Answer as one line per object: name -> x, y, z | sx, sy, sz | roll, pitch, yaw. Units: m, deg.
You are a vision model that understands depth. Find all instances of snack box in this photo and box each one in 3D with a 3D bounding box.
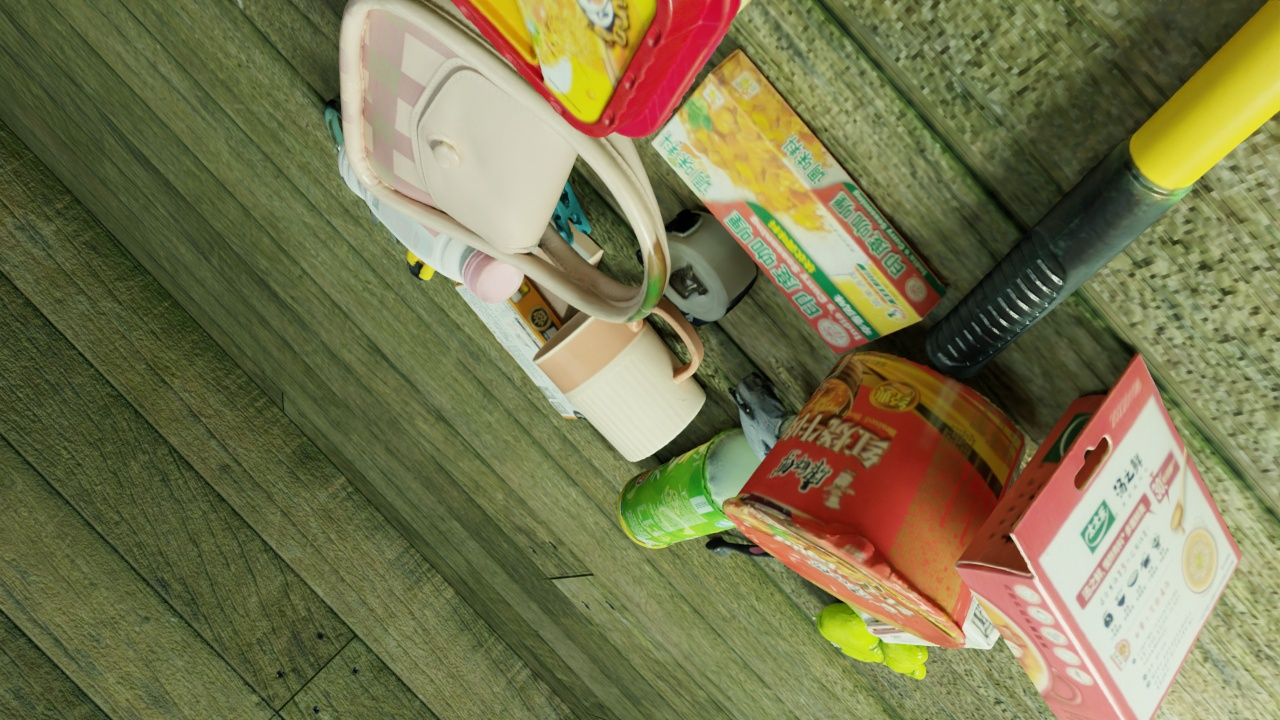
snack box -> 0.078, -0.076, 0.468 | 0.156, 0.027, 0.077 | 48, 157, -5
snack box -> -0.084, -0.014, 0.752 | 0.154, 0.026, 0.075 | 53, 154, -19
snack box -> 0.203, 0.081, 0.410 | 0.127, 0.113, 0.044 | 54, 156, -17
snack box -> -0.082, -0.071, 0.725 | 0.084, 0.026, 0.158 | 42, 156, 5

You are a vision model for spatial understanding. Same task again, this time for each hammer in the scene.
hammer -> 0.179, -0.067, 0.317 | 0.129, 0.032, 0.301 | 42, 155, 10

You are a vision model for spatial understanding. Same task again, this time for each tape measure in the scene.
tape measure -> 0.036, -0.057, 0.556 | 0.066, 0.033, 0.066 | 47, 156, -8

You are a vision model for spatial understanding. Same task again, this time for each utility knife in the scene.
utility knife -> -0.170, -0.119, 0.778 | 0.033, 0.015, 0.217 | 50, 147, 0

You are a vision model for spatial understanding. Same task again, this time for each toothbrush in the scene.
toothbrush -> 0.110, 0.170, 0.812 | 0.018, 0.014, 0.190 | 42, 157, -16

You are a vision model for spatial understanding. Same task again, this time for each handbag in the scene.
handbag -> -0.071, -0.117, 0.556 | 0.234, 0.093, 0.194 | 43, 153, 2

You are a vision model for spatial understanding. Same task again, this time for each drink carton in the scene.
drink carton -> 0.195, 0.168, 0.637 | 0.053, 0.045, 0.123 | 46, 156, -3

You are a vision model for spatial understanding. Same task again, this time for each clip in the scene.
clip -> -0.053, -0.107, 0.635 | 0.014, 0.047, 0.057 | 18, 142, 47

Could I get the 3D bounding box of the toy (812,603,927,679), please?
toy -> 0.189, 0.228, 0.756 | 0.100, 0.031, 0.097 | 24, 148, 30

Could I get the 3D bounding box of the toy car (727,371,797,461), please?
toy car -> 0.098, 0.061, 0.614 | 0.120, 0.037, 0.054 | 55, -177, -27

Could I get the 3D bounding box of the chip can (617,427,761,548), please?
chip can -> 0.046, 0.108, 0.746 | 0.072, 0.072, 0.222 | 46, 156, -2

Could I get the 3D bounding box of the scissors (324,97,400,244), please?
scissors -> -0.226, -0.151, 0.837 | 0.171, 0.019, 0.177 | 33, 151, 24

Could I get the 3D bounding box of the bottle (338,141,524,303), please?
bottle -> -0.157, -0.111, 0.688 | 0.197, 0.068, 0.068 | 45, 159, 33

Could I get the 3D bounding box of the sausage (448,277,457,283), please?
sausage -> -0.149, -0.070, 0.836 | 0.165, 0.021, 0.021 | 33, 153, 26

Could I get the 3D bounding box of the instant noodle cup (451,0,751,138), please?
instant noodle cup -> 0.006, -0.164, 0.329 | 0.116, 0.123, 0.116 | 46, 156, -1

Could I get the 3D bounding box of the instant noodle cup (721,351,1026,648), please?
instant noodle cup -> 0.129, 0.069, 0.485 | 0.138, 0.108, 0.138 | 31, 166, 8

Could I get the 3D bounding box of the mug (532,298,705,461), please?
mug -> -0.004, 0.004, 0.671 | 0.115, 0.081, 0.106 | -34, 103, 35
